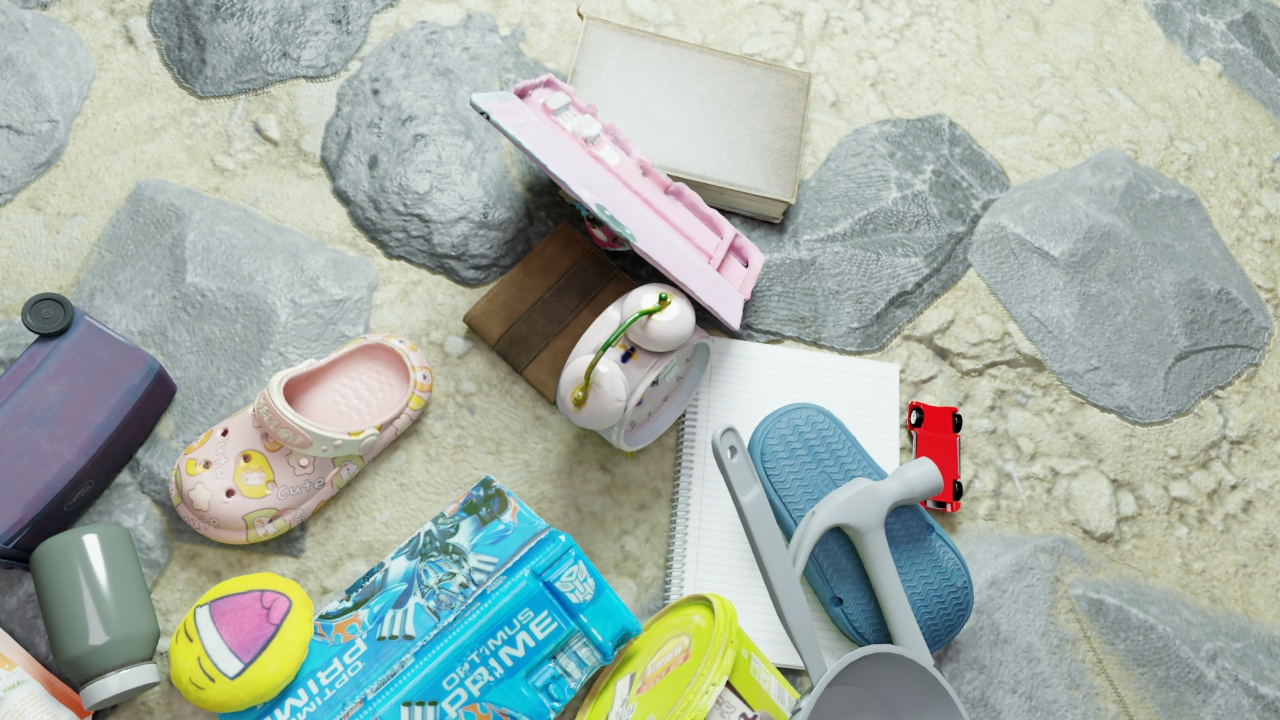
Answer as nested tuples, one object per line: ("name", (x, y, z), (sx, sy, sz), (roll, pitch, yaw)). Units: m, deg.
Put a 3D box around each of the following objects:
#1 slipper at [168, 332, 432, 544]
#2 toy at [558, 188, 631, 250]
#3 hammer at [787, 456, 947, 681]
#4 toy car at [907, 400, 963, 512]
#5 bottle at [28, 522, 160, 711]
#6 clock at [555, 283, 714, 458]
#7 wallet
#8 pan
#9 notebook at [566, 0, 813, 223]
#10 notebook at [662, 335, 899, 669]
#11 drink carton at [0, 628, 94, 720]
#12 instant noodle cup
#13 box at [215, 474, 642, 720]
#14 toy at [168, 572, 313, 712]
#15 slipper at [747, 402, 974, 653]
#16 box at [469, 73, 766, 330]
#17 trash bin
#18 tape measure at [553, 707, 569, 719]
("slipper", (-0.232, 0.046, 0.636), (0.197, 0.082, 0.093), (-37, 80, -20))
("toy", (-0.016, -0.106, 0.738), (0.102, 0.050, 0.065), (10, 38, -37))
("hammer", (0.193, 0.229, 0.619), (0.125, 0.029, 0.311), (-21, 90, -8))
("toy car", (0.230, 0.074, 0.720), (0.038, 0.025, 0.089), (9, 70, -5))
("bottle", (-0.346, 0.163, 0.588), (0.060, 0.060, 0.108), (-22, 75, -15))
("clock", (-0.004, 0.004, 0.639), (0.059, 0.158, 0.116), (38, 84, 20))
("wallet", (-0.064, -0.040, 0.721), (0.098, 0.027, 0.121), (42, 69, 5))
("pan", (0.107, 0.199, 0.523), (0.200, 0.051, 0.356), (-31, 97, -43))
("notebook", (0.038, -0.230, 0.797), (0.215, 0.035, 0.189), (13, 69, -3))
("notebook", (0.112, 0.105, 0.699), (0.178, 0.013, 0.245), (8, 69, -6))
("drink carton", (-0.414, 0.212, 0.579), (0.122, 0.039, 0.069), (34, 69, 11))
("instant noodle cup", (0.034, 0.231, 0.577), (0.098, 0.146, 0.146), (44, 70, -9))
("box", (-0.140, 0.195, 0.587), (0.243, 0.071, 0.170), (-40, 71, -18))
("toy", (-0.258, 0.182, 0.596), (0.094, 0.041, 0.095), (-34, 53, -19))
("slipper", (0.151, 0.126, 0.664), (0.103, 0.059, 0.213), (-39, 94, -10))
("box", (-0.013, -0.115, 0.668), (0.232, 0.039, 0.178), (41, 25, -4))
("trash bin", (-0.398, 0.051, 0.605), (0.092, 0.094, 0.160), (34, 67, -5))
("tape measure", (-0.089, 0.239, 0.620), (0.064, 0.017, 0.064), (44, 71, 9))
